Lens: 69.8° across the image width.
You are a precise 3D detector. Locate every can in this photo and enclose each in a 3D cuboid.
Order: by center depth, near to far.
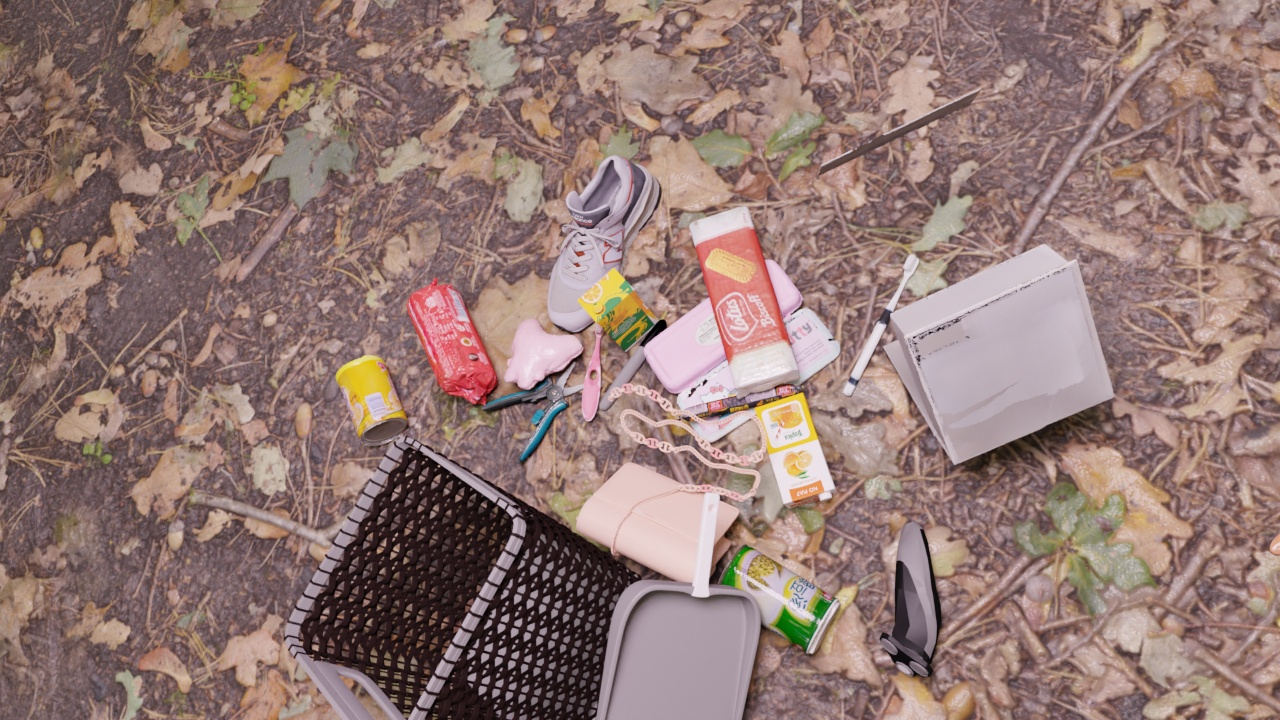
[{"bbox_3d":[0.149,0.258,0.996,0.121,0.067,0.067,29,83,23],"label":"can"},{"bbox_3d":[-0.357,0.052,1.218,0.068,0.067,0.105,-31,67,6],"label":"can"}]

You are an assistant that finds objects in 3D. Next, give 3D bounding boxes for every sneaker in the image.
[{"bbox_3d":[-0.063,-0.160,1.161,0.089,0.124,0.239,25,82,22],"label":"sneaker"}]

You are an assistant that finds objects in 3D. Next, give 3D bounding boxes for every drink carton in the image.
[{"bbox_3d":[0.178,0.107,1.049,0.058,0.040,0.122,-19,69,11],"label":"drink carton"},{"bbox_3d":[-0.026,-0.061,1.120,0.058,0.122,0.041,-42,67,1],"label":"drink carton"}]

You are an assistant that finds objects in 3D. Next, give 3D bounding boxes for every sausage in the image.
[{"bbox_3d":[0.117,0.050,1.076,0.155,0.020,0.020,-14,70,7],"label":"sausage"}]

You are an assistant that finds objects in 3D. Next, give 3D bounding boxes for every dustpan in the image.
[{"bbox_3d":[0.050,0.262,0.933,0.163,0.033,0.257,10,85,-24],"label":"dustpan"}]

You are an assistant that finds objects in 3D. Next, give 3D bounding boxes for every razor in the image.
[{"bbox_3d":[0.288,0.248,0.966,0.060,0.057,0.156,18,69,-7],"label":"razor"}]

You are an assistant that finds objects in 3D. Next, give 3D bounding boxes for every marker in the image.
[{"bbox_3d":[-0.007,0.007,1.153,0.022,0.016,0.138,34,87,0],"label":"marker"}]

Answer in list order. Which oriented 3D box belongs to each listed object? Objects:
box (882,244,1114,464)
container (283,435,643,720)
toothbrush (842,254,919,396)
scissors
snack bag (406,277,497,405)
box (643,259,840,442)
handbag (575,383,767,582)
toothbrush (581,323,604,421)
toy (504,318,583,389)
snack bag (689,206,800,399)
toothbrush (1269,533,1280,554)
[{"bbox_3d":[0.379,0.014,1.022,0.167,0.446,0.164,-24,78,9],"label":"box"},{"bbox_3d":[-0.166,0.264,0.960,0.248,0.243,0.245,22,80,46],"label":"container"},{"bbox_3d":[0.281,-0.042,1.076,0.012,0.017,0.186,22,81,42],"label":"toothbrush"},{"bbox_3d":[-0.138,0.057,1.174,0.118,0.019,0.148,24,76,19],"label":"scissors"},{"bbox_3d":[-0.249,-0.024,1.201,0.082,0.082,0.176,-31,66,6],"label":"snack bag"},{"bbox_3d":[0.118,-0.014,1.106,0.201,0.041,0.153,-36,67,5],"label":"box"},{"bbox_3d":[0.017,0.134,1.012,0.199,0.116,0.187,21,118,23],"label":"handbag"},{"bbox_3d":[-0.059,0.011,1.163,0.021,0.016,0.134,6,72,2],"label":"toothbrush"},{"bbox_3d":[-0.133,-0.004,1.170,0.099,0.053,0.095,22,65,26],"label":"toy"},{"bbox_3d":[0.120,-0.072,1.081,0.077,0.041,0.225,-18,67,10],"label":"snack bag"},{"bbox_3d":[0.675,0.150,0.897,0.135,0.017,0.021,-36,63,7],"label":"toothbrush"}]
